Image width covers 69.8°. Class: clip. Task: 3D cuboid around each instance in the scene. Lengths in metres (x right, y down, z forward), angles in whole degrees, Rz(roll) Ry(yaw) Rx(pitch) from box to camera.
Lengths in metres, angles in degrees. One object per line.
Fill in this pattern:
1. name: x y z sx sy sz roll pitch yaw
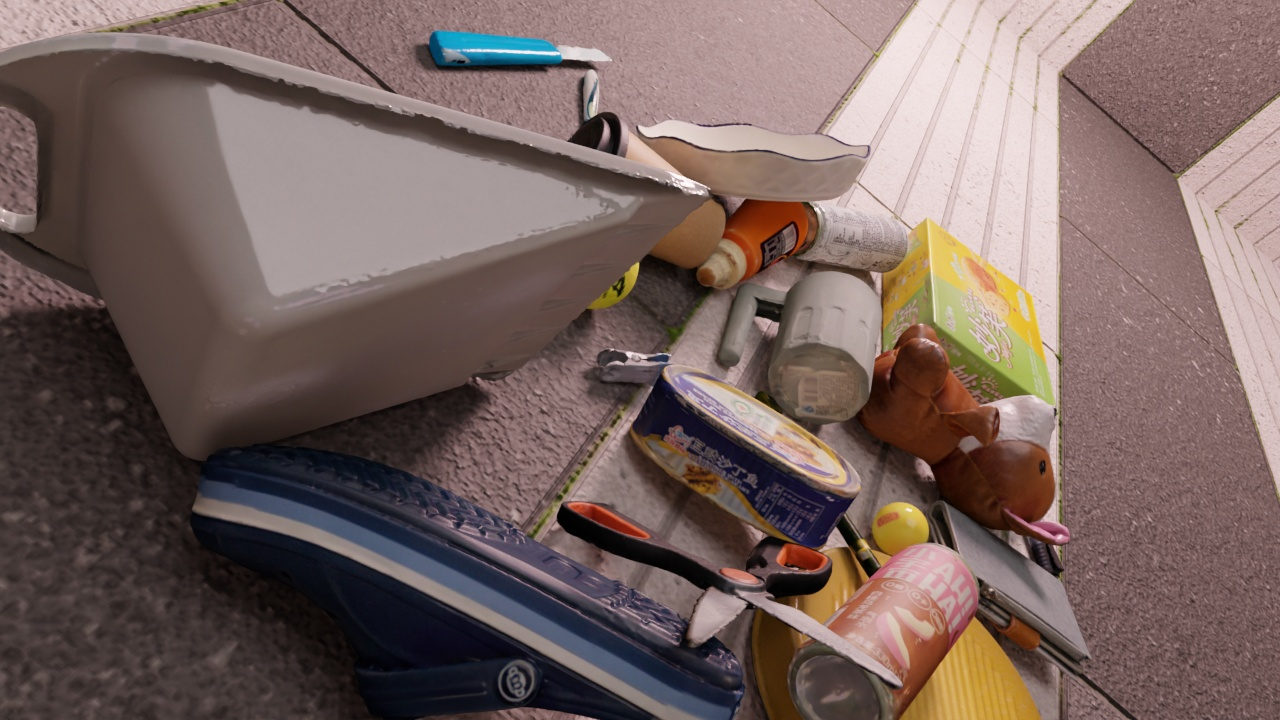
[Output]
1. clip: -0.003 0.005 0.636 0.057 0.026 0.036 9 41 -29

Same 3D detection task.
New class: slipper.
1. slipper: -0.079 0.116 0.409 0.253 0.105 0.095 24 83 0

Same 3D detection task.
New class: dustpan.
1. dustpan: -0.146 -0.058 0.418 0.257 0.223 0.142 -22 81 -39

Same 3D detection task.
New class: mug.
1. mug: 0.129 -0.015 0.740 0.124 0.084 0.103 14 39 8

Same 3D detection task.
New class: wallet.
1. wallet: 0.280 0.177 0.708 0.129 0.037 0.106 35 27 -11

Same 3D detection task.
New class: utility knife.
1. utility knife: -0.101 -0.281 0.835 0.222 0.018 0.034 -19 66 -48

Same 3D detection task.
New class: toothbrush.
1. toothbrush: -0.043 -0.213 0.822 0.016 0.018 0.191 22 41 -23
2. toothbrush: 0.122 0.081 0.642 0.017 0.012 0.185 24 24 -34

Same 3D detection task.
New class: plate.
1. plate: 0.098 -0.179 0.817 0.205 0.046 0.204 5 19 -2

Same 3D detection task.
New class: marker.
1. marker: 0.349 0.138 0.819 0.018 0.023 0.130 34 37 -28

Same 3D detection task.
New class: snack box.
1. snack box: 0.327 -0.033 0.928 0.157 0.070 0.209 34 38 -11

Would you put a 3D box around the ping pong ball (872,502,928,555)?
1. ping pong ball: 0.191 0.125 0.676 0.040 0.040 0.040 24 41 -22

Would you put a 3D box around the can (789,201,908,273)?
1. can: 0.203 -0.123 0.917 0.146 0.058 0.058 3 52 -40

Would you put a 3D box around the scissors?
1. scissors: 0.040 0.111 0.465 0.233 0.021 0.220 15 3 34

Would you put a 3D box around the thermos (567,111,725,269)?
1. thermos: -0.005 -0.127 0.719 0.143 0.093 0.093 26 39 -33

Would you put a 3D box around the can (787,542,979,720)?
1. can: 0.137 0.150 0.503 0.147 0.058 0.058 -18 66 -52

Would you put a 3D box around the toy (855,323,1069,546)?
1. toy: 0.273 0.061 0.756 0.199 0.131 0.140 52 20 1

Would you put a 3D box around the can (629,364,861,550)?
1. can: 0.067 0.061 0.592 0.148 0.049 0.074 32 23 9

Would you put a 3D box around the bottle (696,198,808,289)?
1. bottle: 0.092 -0.101 0.798 0.067 0.067 0.149 45 44 4

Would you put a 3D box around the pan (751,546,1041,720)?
1. pan: 0.136 0.254 0.496 0.197 0.078 0.356 30 32 -7

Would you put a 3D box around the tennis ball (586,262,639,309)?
1. tennis ball: -0.033 -0.069 0.648 0.065 0.066 0.065 24 41 -22
